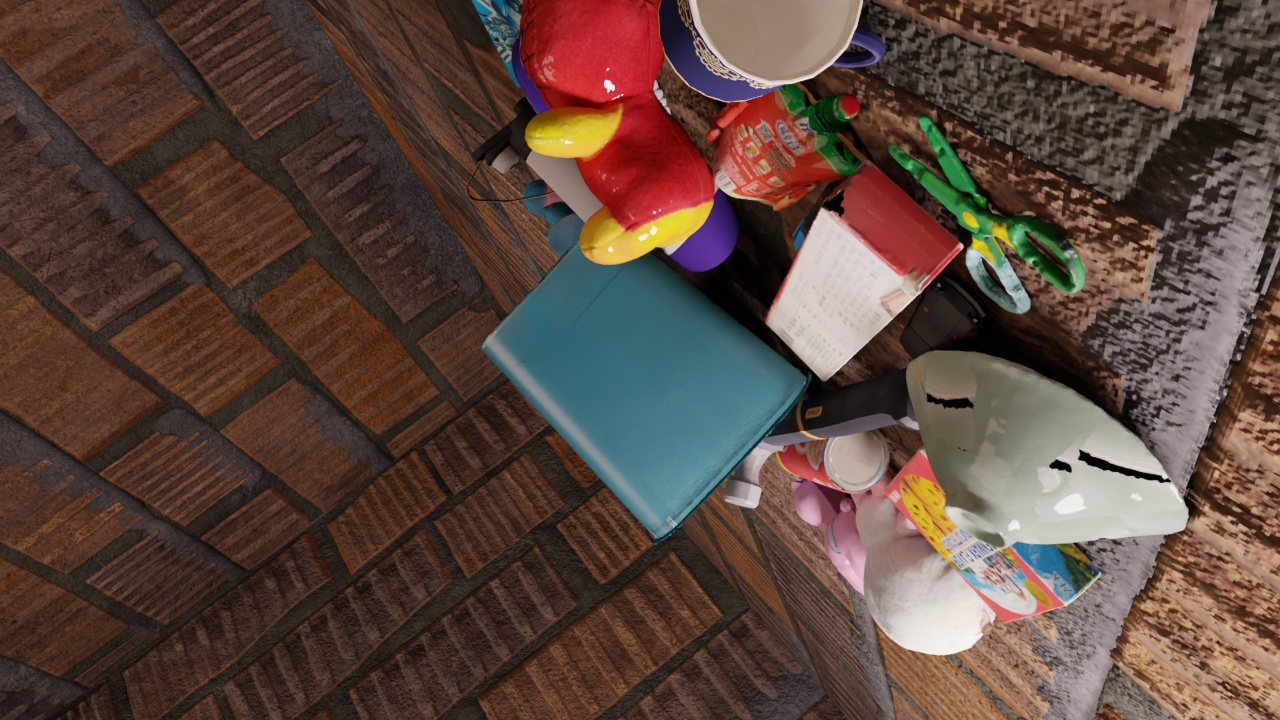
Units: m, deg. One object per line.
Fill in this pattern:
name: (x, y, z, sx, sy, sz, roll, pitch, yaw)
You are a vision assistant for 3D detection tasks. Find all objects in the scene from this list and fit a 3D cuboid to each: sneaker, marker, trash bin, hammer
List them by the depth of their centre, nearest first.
marker: (0.118, -0.097, 0.617, 0.015, 0.018, 0.123, 54, 176, 7)
hammer: (0.154, 0.055, 0.786, 0.035, 0.139, 0.313, 19, 167, -12)
sneaker: (-0.016, -0.180, 0.789, 0.244, 0.091, 0.111, 50, 175, -13)
trash bin: (-0.005, 0.005, 0.809, 0.218, 0.199, 0.196, 43, -179, -4)

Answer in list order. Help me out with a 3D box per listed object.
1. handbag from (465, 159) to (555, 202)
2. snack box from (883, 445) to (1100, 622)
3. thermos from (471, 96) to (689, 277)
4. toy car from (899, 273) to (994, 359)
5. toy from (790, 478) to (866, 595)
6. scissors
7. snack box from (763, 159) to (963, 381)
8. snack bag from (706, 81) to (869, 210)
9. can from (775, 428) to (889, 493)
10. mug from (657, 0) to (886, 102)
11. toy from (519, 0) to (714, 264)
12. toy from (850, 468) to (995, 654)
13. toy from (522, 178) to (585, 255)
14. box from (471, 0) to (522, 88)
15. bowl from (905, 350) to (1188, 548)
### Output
handbag: (-0.116, -0.213, 0.981, 0.196, 0.043, 0.093, -20, 110, 39)
snack box: (0.264, 0.129, 0.711, 0.145, 0.040, 0.143, 50, 169, 18)
thermos: (-0.049, -0.154, 0.899, 0.230, 0.101, 0.068, 44, -163, -5)
toy car: (0.183, -0.019, 0.563, 0.042, 0.036, 0.092, 49, 170, 19)
toy: (0.227, 0.182, 1.003, 0.157, 0.067, 0.123, 53, 170, 22)
scissors: (0.175, -0.073, 0.485, 0.131, 0.012, 0.108, 47, 169, 24)
snack box: (0.138, -0.049, 0.625, 0.076, 0.044, 0.273, 46, 173, 9)
snack bag: (0.091, -0.138, 0.577, 0.087, 0.044, 0.155, 45, 167, -10)
can: (0.179, 0.085, 0.870, 0.066, 0.066, 0.124, 54, 170, -8)
mug: (0.065, -0.173, 0.470, 0.112, 0.085, 0.089, 18, -178, -14)
toy: (-0.016, -0.181, 0.641, 0.147, 0.099, 0.216, -35, -70, -63)
toy: (0.247, 0.184, 0.846, 0.139, 0.101, 0.179, 112, 139, -65)
toy: (-0.037, -0.132, 1.045, 0.224, 0.099, 0.191, 29, -163, -53)
box: (-0.145, -0.360, 0.820, 0.175, 0.060, 0.244, 43, 167, 45)
bowl: (0.217, 0.073, 0.544, 0.174, 0.067, 0.174, 38, 167, 10)
